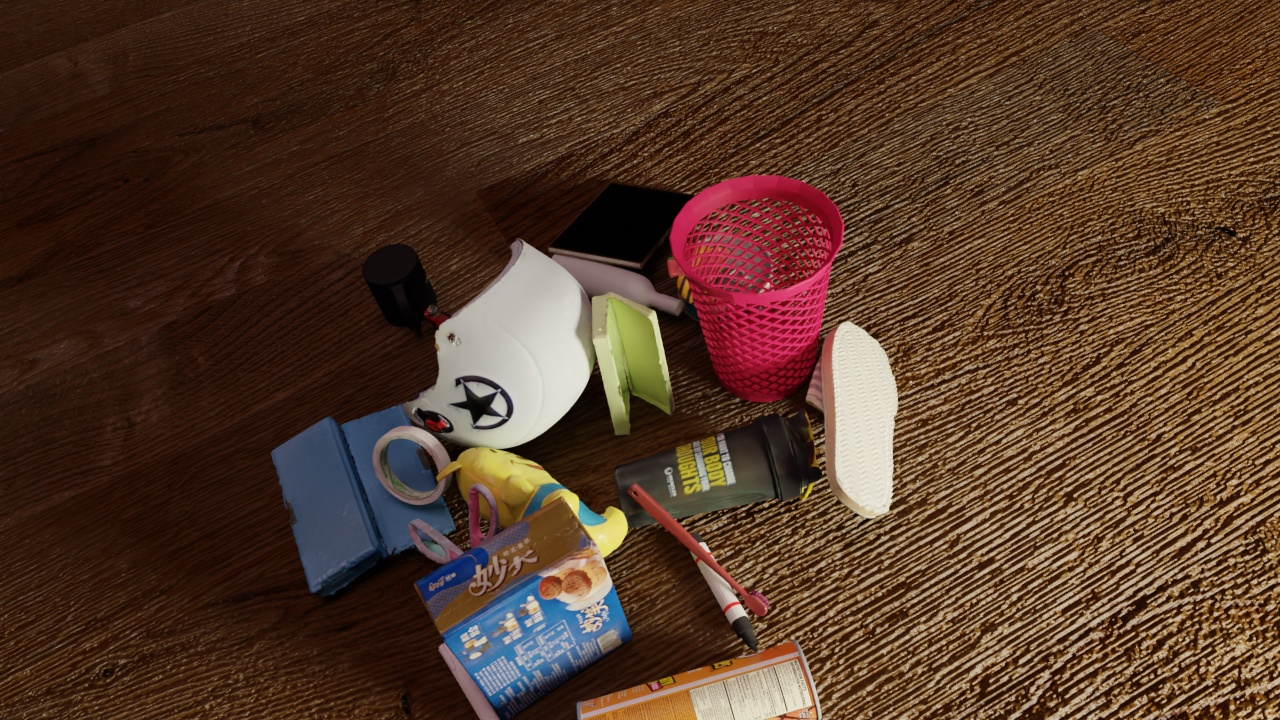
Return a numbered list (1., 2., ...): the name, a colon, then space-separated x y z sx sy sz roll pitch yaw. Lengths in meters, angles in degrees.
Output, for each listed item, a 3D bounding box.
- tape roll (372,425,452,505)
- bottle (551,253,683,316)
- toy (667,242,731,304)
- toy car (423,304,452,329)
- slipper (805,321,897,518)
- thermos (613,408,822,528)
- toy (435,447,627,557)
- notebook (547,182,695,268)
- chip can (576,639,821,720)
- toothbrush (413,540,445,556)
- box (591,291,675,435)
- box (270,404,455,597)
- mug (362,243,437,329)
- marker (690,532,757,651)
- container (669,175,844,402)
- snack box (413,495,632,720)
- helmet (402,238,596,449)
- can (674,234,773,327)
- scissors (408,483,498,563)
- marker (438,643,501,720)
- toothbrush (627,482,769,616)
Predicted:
1. tape roll: -0.259 0.120 1.044 0.094 0.094 0.018 8 23 17
2. bottle: -0.031 -0.099 1.237 0.195 0.052 0.052 21 58 25
3. toy: 0.076 -0.117 1.179 0.084 0.046 0.103 4 56 -3
4. toy car: -0.254 -0.046 1.244 0.091 0.042 0.036 28 80 23
5. slipper: 0.236 0.062 1.020 0.054 0.114 0.271 -38 23 36
6. thermos: 0.086 0.125 1.013 0.221 0.098 0.098 -16 50 3
7. toy: -0.122 0.154 0.990 0.214 0.149 0.084 20 80 39
8. notebook: -0.022 -0.197 1.308 0.141 0.008 0.208 12 39 20
9. chip can: 0.054 0.328 0.859 0.215 0.075 0.075 -16 50 -2
10. toothbrush: -0.184 0.229 1.025 0.181 0.017 0.016 13 58 22
11. box: -0.019 0.003 1.066 0.090 0.188 0.077 -24 52 -7
12. box: -0.338 0.150 1.096 0.176 0.048 0.231 -27 48 -12
13. mug: -0.328 -0.093 1.265 0.078 0.088 0.113 -22 51 -7
14. marker: 0.086 0.242 0.959 0.019 0.019 0.145 -24 51 -9
15. container: 0.139 -0.067 1.065 0.183 0.226 0.182 -5 51 6
16. snack box: -0.103 0.242 0.877 0.155 0.203 0.069 -29 51 -13
17. helmet: -0.146 0.006 1.074 0.163 0.265 0.235 32 41 -2
18. can: 0.111 -0.107 1.222 0.130 0.044 0.129 -5 51 6
19. scissors: -0.186 0.193 0.967 0.172 0.171 0.013 22 32 31
20. marker: -0.168 0.339 0.929 0.017 0.020 0.133 -46 55 1
21. toothbrush: 0.061 0.196 0.959 0.190 0.016 0.016 42 28 11
